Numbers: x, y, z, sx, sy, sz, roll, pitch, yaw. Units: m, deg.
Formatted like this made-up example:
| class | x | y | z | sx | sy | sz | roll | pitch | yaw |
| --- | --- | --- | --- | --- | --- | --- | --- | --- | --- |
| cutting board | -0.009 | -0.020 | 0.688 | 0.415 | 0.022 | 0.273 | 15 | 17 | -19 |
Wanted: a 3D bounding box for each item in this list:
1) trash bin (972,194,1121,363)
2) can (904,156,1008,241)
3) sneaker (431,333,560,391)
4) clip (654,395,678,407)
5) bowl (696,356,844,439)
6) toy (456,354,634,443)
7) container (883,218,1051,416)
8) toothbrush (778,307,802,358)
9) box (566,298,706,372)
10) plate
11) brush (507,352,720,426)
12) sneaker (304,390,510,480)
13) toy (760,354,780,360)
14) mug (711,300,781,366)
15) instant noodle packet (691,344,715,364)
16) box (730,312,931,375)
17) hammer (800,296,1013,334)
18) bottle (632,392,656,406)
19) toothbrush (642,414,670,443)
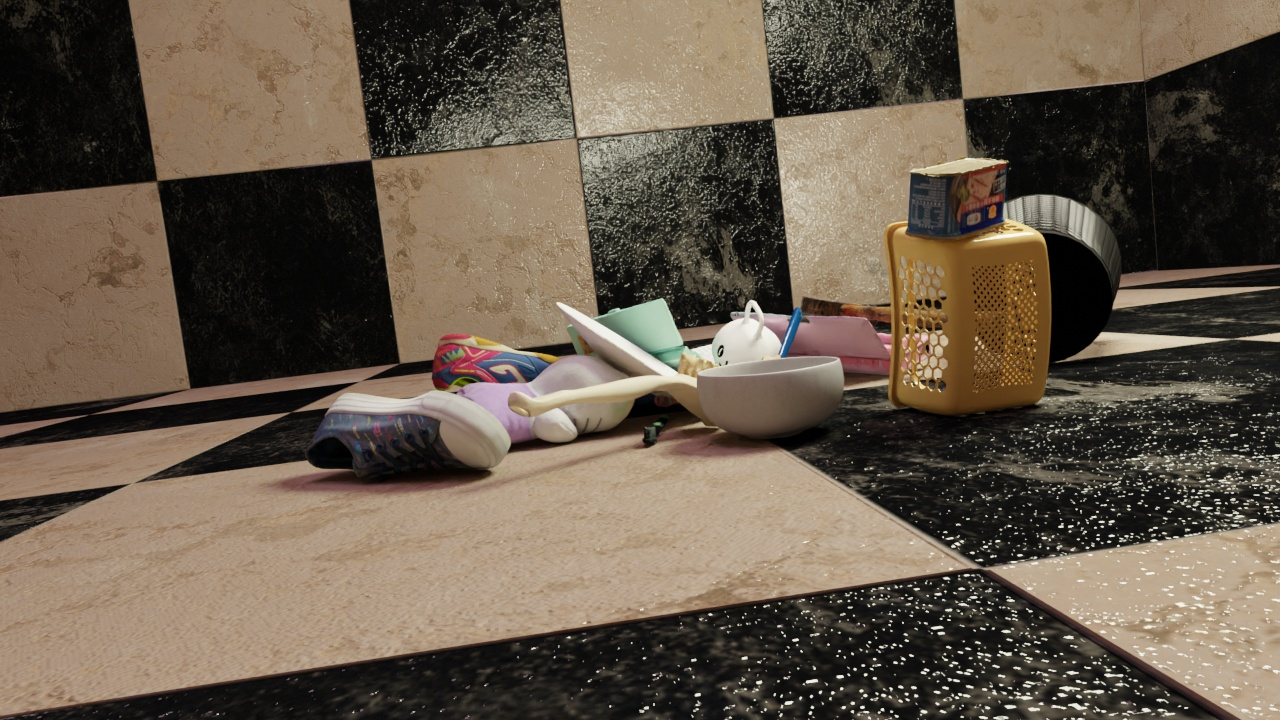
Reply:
| class | x | y | z | sx | sy | sz | roll | pitch | yaw |
| --- | --- | --- | --- | --- | --- | --- | --- | --- | --- |
| trash bin | 0.523 | -0.101 | 1.210 | 0.217 | 0.217 | 0.242 | -5 | 12 | 24 |
| can | 0.282 | -0.145 | 0.815 | 0.099 | 0.059 | 0.054 | -18 | 24 | -34 |
| sneaker | -0.176 | 0.036 | 1.284 | 0.241 | 0.091 | 0.116 | 16 | -16 | -28 |
| clip | 0.050 | 0.046 | 1.141 | 0.059 | 0.023 | 0.041 | -14 | 9 | -17 |
| bowl | 0.122 | 0.037 | 0.854 | 0.132 | 0.064 | 0.132 | -7 | 4 | 0 |
| toy | -0.108 | 0.047 | 0.984 | 0.208 | 0.085 | 0.138 | -14 | 6 | -28 |
| container | 0.306 | -0.047 | 0.893 | 0.129 | 0.183 | 0.167 | -8 | 13 | -9 |
| toothbrush | 0.169 | -0.007 | 1.117 | 0.017 | 0.016 | 0.189 | -13 | 30 | 33 |
| box | -0.006 | -0.009 | 1.231 | 0.187 | 0.138 | 0.056 | -14 | 39 | 44 |
| plate | -0.006 | 0.006 | 1.060 | 0.229 | 0.030 | 0.229 | 32 | 3 | -2 |
| brush | -0.010 | 0.031 | 0.862 | 0.271 | 0.077 | 0.062 | 0 | -13 | -43 |
| sneaker | -0.224 | 0.082 | 0.863 | 0.236 | 0.087 | 0.079 | 1 | 42 | 36 |
| toy | 0.124 | 0.030 | 1.024 | 0.087 | 0.050 | 0.112 | -1 | 13 | 42 |
| mug | 0.144 | -0.019 | 1.203 | 0.090 | 0.124 | 0.076 | -8 | 39 | -19 |
| instant noodle packet | 0.127 | 0.005 | 1.390 | 0.268 | 0.057 | 0.147 | -13 | 20 | -25 |
| box | 0.253 | -0.018 | 1.252 | 0.172 | 0.075 | 0.234 | 13 | -5 | -40 |
| hammer | 0.331 | -0.056 | 1.151 | 0.120 | 0.033 | 0.331 | 6 | 3 | -21 |
| bottle | 0.008 | 0.033 | 1.186 | 0.131 | 0.048 | 0.048 | -7 | 5 | 2 |
| toothbrush | 0.019 | 0.066 | 0.959 | 0.014 | 0.017 | 0.188 | 3 | 4 | 7 |
